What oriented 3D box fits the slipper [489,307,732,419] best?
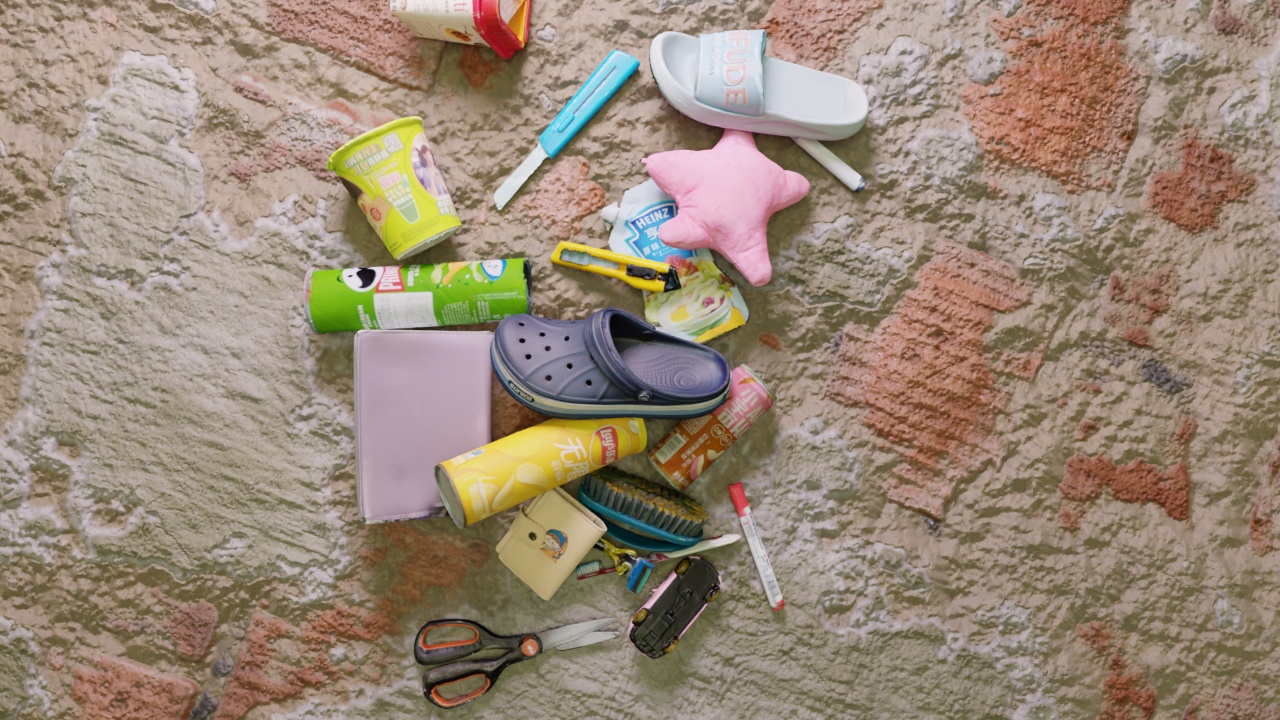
[{"bbox_3d":[-0.029,0.001,0.933,0.253,0.095,0.104,9,46,-3],"label":"slipper"}]

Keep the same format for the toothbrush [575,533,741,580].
[{"bbox_3d":[0.020,0.213,1.012,0.187,0.016,0.017,-14,80,0],"label":"toothbrush"}]

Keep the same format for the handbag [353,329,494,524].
[{"bbox_3d":[-0.227,0.065,0.970,0.144,0.098,0.197,-1,88,-17],"label":"handbag"}]

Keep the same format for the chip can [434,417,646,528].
[{"bbox_3d":[-0.100,0.099,0.944,0.213,0.072,0.072,-21,90,-25],"label":"chip can"}]

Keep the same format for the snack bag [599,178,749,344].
[{"bbox_3d":[0.035,-0.107,1.005,0.110,0.039,0.191,-25,86,5],"label":"snack bag"}]

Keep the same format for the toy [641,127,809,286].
[{"bbox_3d":[0.087,-0.184,0.978,0.178,0.075,0.194,26,65,-4],"label":"toy"}]

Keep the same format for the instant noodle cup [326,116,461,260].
[{"bbox_3d":[-0.253,-0.176,0.972,0.111,0.111,0.123,-28,97,-1],"label":"instant noodle cup"}]

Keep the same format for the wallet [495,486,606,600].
[{"bbox_3d":[-0.101,0.193,0.990,0.087,0.024,0.115,40,113,7],"label":"wallet"}]

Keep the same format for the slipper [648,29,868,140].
[{"bbox_3d":[0.128,-0.298,0.974,0.245,0.074,0.103,12,60,-4],"label":"slipper"}]

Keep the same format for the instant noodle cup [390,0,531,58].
[{"bbox_3d":[-0.190,-0.391,0.974,0.124,0.116,0.116,6,89,12],"label":"instant noodle cup"}]

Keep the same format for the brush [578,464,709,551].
[{"bbox_3d":[-0.001,0.167,0.994,0.144,0.055,0.074,22,112,1],"label":"brush"}]

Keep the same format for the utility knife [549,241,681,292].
[{"bbox_3d":[-0.029,-0.101,0.992,0.156,0.015,0.033,14,97,18],"label":"utility knife"}]

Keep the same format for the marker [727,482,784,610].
[{"bbox_3d":[0.128,0.205,1.012,0.017,0.017,0.145,-20,90,-1],"label":"marker"}]

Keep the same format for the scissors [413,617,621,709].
[{"bbox_3d":[-0.139,0.303,1.006,0.234,0.021,0.152,-35,89,0],"label":"scissors"}]

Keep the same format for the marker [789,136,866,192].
[{"bbox_3d":[0.198,-0.234,1.017,0.130,0.018,0.022,39,80,0],"label":"marker"}]

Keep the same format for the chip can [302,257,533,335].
[{"bbox_3d":[-0.233,-0.069,0.985,0.236,0.072,0.072,-3,89,-1],"label":"chip can"}]

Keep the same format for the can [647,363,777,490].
[{"bbox_3d":[0.077,0.073,0.992,0.147,0.058,0.058,-43,90,-1],"label":"can"}]

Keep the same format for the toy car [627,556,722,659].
[{"bbox_3d":[0.037,0.269,1.002,0.056,0.037,0.122,44,77,-4],"label":"toy car"}]

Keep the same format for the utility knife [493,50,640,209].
[{"bbox_3d":[-0.086,-0.254,1.015,0.034,0.018,0.225,42,91,-1],"label":"utility knife"}]

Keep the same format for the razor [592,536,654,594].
[{"bbox_3d":[-0.051,0.199,1.002,0.143,0.022,0.043,30,114,12],"label":"razor"}]
